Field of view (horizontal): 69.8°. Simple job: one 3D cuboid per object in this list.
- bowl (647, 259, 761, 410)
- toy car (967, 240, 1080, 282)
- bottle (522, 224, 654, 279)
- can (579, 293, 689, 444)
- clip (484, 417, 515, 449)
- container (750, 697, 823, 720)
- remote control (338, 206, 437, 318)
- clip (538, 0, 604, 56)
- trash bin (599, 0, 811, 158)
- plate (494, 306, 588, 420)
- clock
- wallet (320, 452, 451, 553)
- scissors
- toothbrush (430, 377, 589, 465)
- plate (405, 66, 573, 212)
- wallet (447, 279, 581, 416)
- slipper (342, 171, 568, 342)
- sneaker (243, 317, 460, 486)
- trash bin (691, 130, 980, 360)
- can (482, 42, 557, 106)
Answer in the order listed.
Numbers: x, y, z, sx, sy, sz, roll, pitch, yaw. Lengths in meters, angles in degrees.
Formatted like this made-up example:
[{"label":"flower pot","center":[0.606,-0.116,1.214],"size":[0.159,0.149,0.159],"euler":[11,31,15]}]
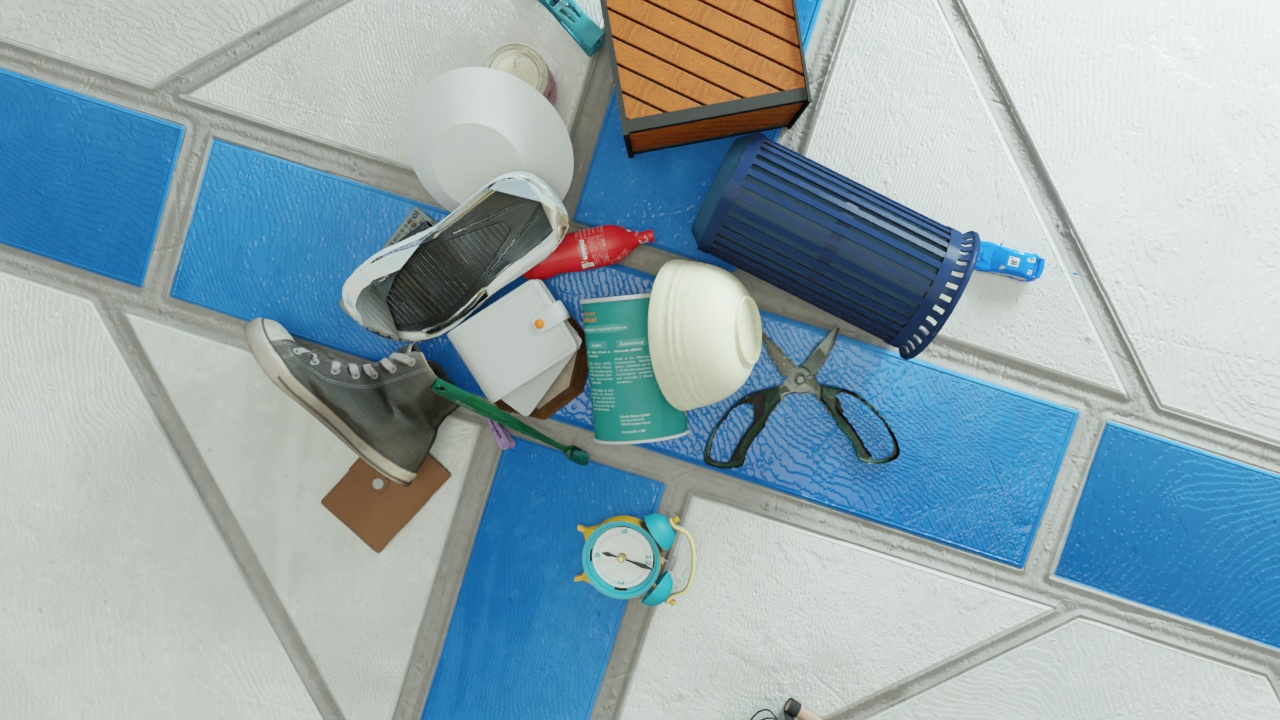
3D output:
[{"label":"bowl","center":[0.073,-0.027,0.896],"size":[0.075,0.150,0.151],"euler":[-4,95,26]},{"label":"toy car","center":[0.388,-0.099,0.933],"size":[0.092,0.062,0.033],"euler":[14,94,1]},{"label":"bottle","center":[-0.056,-0.116,0.956],"size":[0.141,0.042,0.042],"euler":[-12,94,3]},{"label":"can","center":[-0.006,0.005,0.935],"size":[0.099,0.099,0.144],"euler":[-5,94,2]},{"label":"clip","center":[-0.153,0.074,0.985],"size":[0.013,0.029,0.050],"euler":[-33,81,2]},{"label":"container","center":[0.142,0.501,0.952],"size":[0.163,0.130,0.241],"euler":[33,95,-1]},{"label":"remote control","center":[-0.269,-0.101,0.977],"size":[0.033,0.013,0.136],"euler":[39,95,-1]},{"label":"clip","center":[-0.089,-0.370,0.947],"size":[0.030,0.120,0.130],"euler":[-45,115,1]},{"label":"trash bin","center":[0.059,-0.291,0.889],"size":[0.172,0.139,0.139],"euler":[-10,94,2]},{"label":"plate","center":[-0.117,-0.001,0.974],"size":[0.131,0.025,0.131],"euler":[0,94,2]},{"label":"clock","center":[-0.005,0.211,0.981],"size":[0.130,0.043,0.099],"euler":[3,95,9]},{"label":"wallet","center":[-0.277,0.138,0.996],"size":[0.087,0.013,0.121],"euler":[43,93,-2]},{"label":"scissors","center":[0.178,0.065,0.977],"size":[0.206,0.015,0.202],"euler":[36,97,-1]},{"label":"toothbrush","center":[-0.130,0.066,0.945],"size":[0.189,0.017,0.016],"euler":[30,88,-26]},{"label":"plate","center":[-0.156,-0.199,0.909],"size":[0.174,0.036,0.174],"euler":[6,128,8]},{"label":"wallet","center":[-0.119,-0.009,0.941],"size":[0.118,0.037,0.115],"euler":[-32,93,7]},{"label":"slipper","center":[-0.186,-0.104,0.935],"size":[0.264,0.063,0.111],"euler":[-30,113,24]},{"label":"sneaker","center":[-0.294,0.011,0.950],"size":[0.235,0.095,0.120],"euler":[38,84,9]},{"label":"trash bin","center":[0.183,-0.118,0.902],"size":[0.249,0.139,0.139],"euler":[27,94,1]},{"label":"can","center":[-0.121,-0.279,0.928],"size":[0.067,0.076,0.067],"euler":[0,95,2]}]
